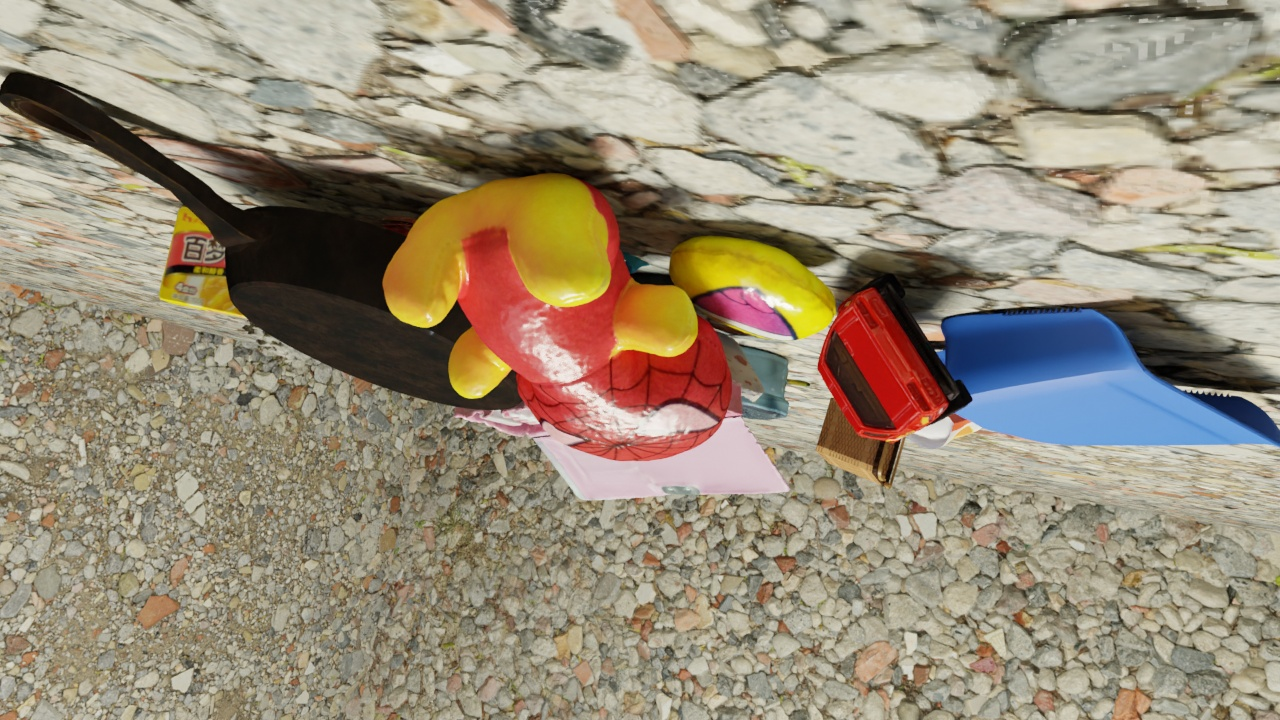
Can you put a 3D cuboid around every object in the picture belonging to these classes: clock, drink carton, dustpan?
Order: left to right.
[{"bbox_3d":[0.081,0.020,0.919,0.118,0.060,0.162,17,172,-37],"label":"clock"},{"bbox_3d":[0.279,0.039,0.753,0.122,0.039,0.069,-13,179,-25],"label":"drink carton"},{"bbox_3d":[0.252,0.020,0.625,0.245,0.059,0.258,16,163,-39],"label":"dustpan"}]

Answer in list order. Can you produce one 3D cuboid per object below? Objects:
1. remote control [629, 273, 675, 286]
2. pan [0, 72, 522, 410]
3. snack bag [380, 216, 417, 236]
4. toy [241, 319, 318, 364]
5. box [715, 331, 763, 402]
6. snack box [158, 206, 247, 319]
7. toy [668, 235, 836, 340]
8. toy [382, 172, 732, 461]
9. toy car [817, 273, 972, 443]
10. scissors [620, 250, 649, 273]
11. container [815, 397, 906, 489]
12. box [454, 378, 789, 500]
[{"bbox_3d":[0.044,-0.046,0.619,0.125,0.010,0.039,8,173,27],"label":"remote control"},{"bbox_3d":[-0.205,-0.049,0.562,0.249,0.043,0.356,-1,155,43],"label":"pan"},{"bbox_3d":[-0.083,-0.069,0.552,0.155,0.044,0.087,-1,159,36],"label":"snack bag"},{"bbox_3d":[-0.253,-0.043,0.809,0.176,0.076,0.132,-5,-141,-2],"label":"toy"},{"bbox_3d":[-0.012,-0.001,0.753,0.216,0.094,0.108,18,137,-41],"label":"box"},{"bbox_3d":[-0.292,-0.067,0.726,0.152,0.075,0.025,12,176,-8],"label":"snack box"},{"bbox_3d":[0.060,-0.040,0.500,0.095,0.041,0.094,20,171,7],"label":"toy"},{"bbox_3d":[-0.027,-0.013,0.491,0.148,0.098,0.216,3,155,30],"label":"toy"},{"bbox_3d":[0.143,0.007,0.544,0.056,0.081,0.189,-31,169,1],"label":"toy car"},{"bbox_3d":[-0.048,-0.058,0.611,0.132,0.015,0.110,8,162,24],"label":"scissors"},{"bbox_3d":[0.197,0.071,0.814,0.061,0.063,0.114,15,172,23],"label":"container"},{"bbox_3d":[-0.016,0.052,0.730,0.233,0.059,0.179,-8,144,40],"label":"box"}]
